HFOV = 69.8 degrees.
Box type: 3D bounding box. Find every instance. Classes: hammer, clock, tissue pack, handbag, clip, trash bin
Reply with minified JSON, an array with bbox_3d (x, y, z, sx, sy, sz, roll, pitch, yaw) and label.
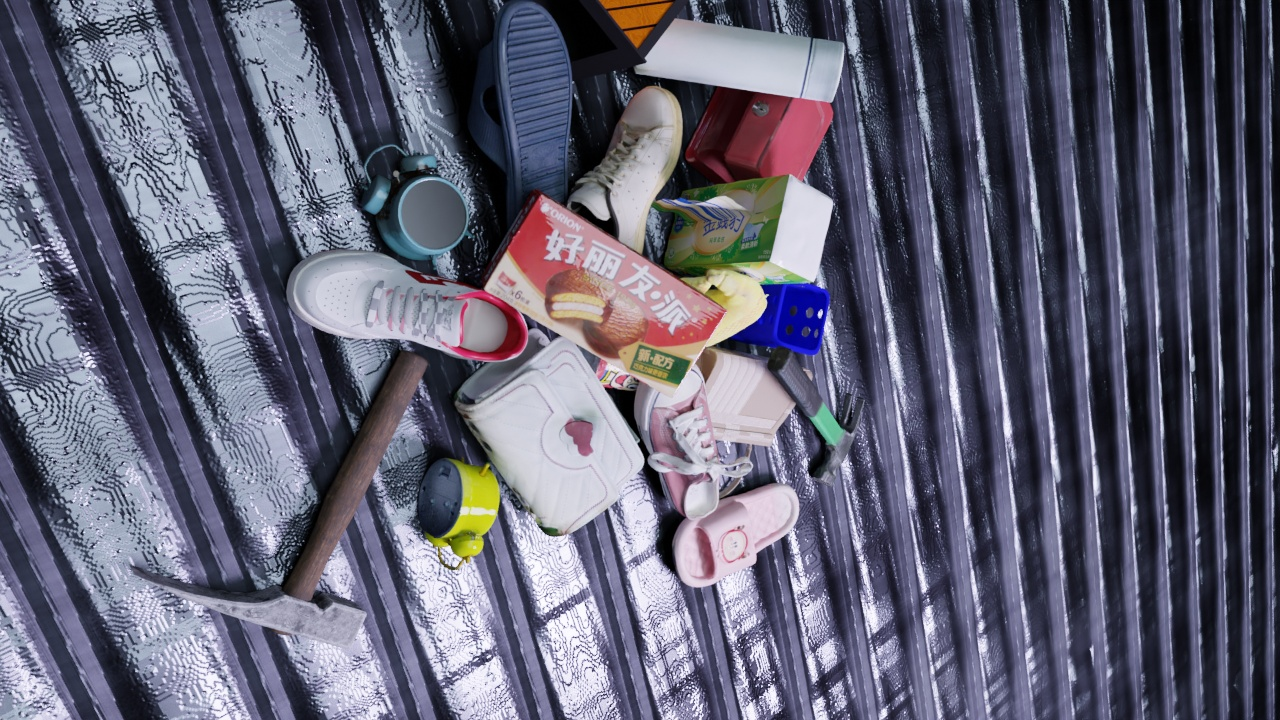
[{"bbox_3d":[-0.318,0.111,0.892,0.217,0.037,0.300,31,78,-34],"label":"hammer"},{"bbox_3d":[-0.193,0.159,0.959,0.057,0.083,0.119,15,86,-43],"label":"clock"},{"bbox_3d":[0.096,-0.156,1.047,0.141,0.198,0.120,19,76,-36],"label":"tissue pack"},{"bbox_3d":[0.118,0.088,1.193,0.175,0.062,0.198,10,99,-38],"label":"handbag"},{"bbox_3d":[0.229,0.061,1.209,0.130,0.032,0.318,-60,146,-10],"label":"hammer"},{"bbox_3d":[-0.222,-0.156,0.909,0.089,0.053,0.124,-45,117,-22],"label":"clock"},{"bbox_3d":[-0.033,0.071,1.093,0.023,0.061,0.076,-33,99,-30],"label":"clip"},{"bbox_3d":[-0.031,-0.412,0.952,0.139,0.140,0.171,44,71,-32],"label":"trash bin"},{"bbox_3d":[-0.098,0.080,1.006,0.141,0.096,0.198,-43,120,-22],"label":"handbag"}]

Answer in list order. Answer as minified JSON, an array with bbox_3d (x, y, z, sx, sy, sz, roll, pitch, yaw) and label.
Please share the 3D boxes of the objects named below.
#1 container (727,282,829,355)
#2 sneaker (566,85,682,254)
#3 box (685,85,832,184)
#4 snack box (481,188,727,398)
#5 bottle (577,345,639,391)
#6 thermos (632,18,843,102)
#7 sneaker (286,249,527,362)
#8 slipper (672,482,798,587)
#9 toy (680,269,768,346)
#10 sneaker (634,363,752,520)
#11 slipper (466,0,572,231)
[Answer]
[{"bbox_3d":[0.164,-0.059,1.160,0.085,0.114,0.084,12,90,-36],"label":"container"},{"bbox_3d":[-0.032,-0.190,1.005,0.102,0.089,0.241,10,96,-53],"label":"sneaker"},{"bbox_3d":[0.163,-0.276,1.124,0.137,0.127,0.157,32,78,-39],"label":"box"},{"bbox_3d":[-0.037,-0.068,0.956,0.236,0.060,0.113,31,97,-19],"label":"snack box"},{"bbox_3d":[-0.006,0.006,1.082,0.137,0.062,0.062,12,90,-35],"label":"bottle"},{"bbox_3d":[0.109,-0.339,1.029,0.230,0.068,0.068,9,92,4],"label":"thermos"},{"bbox_3d":[-0.215,-0.048,0.898,0.236,0.104,0.090,18,86,-36],"label":"sneaker"},{"bbox_3d":[0.132,0.231,1.218,0.221,0.056,0.107,-20,110,-33],"label":"slipper"},{"bbox_3d":[0.070,-0.058,1.076,0.155,0.171,0.064,42,41,-56],"label":"toy"},{"bbox_3d":[0.059,0.104,1.085,0.118,0.088,0.241,-25,125,-16],"label":"sneaker"},{"bbox_3d":[-0.129,-0.239,0.953,0.101,0.082,0.264,-33,134,-42],"label":"slipper"}]
